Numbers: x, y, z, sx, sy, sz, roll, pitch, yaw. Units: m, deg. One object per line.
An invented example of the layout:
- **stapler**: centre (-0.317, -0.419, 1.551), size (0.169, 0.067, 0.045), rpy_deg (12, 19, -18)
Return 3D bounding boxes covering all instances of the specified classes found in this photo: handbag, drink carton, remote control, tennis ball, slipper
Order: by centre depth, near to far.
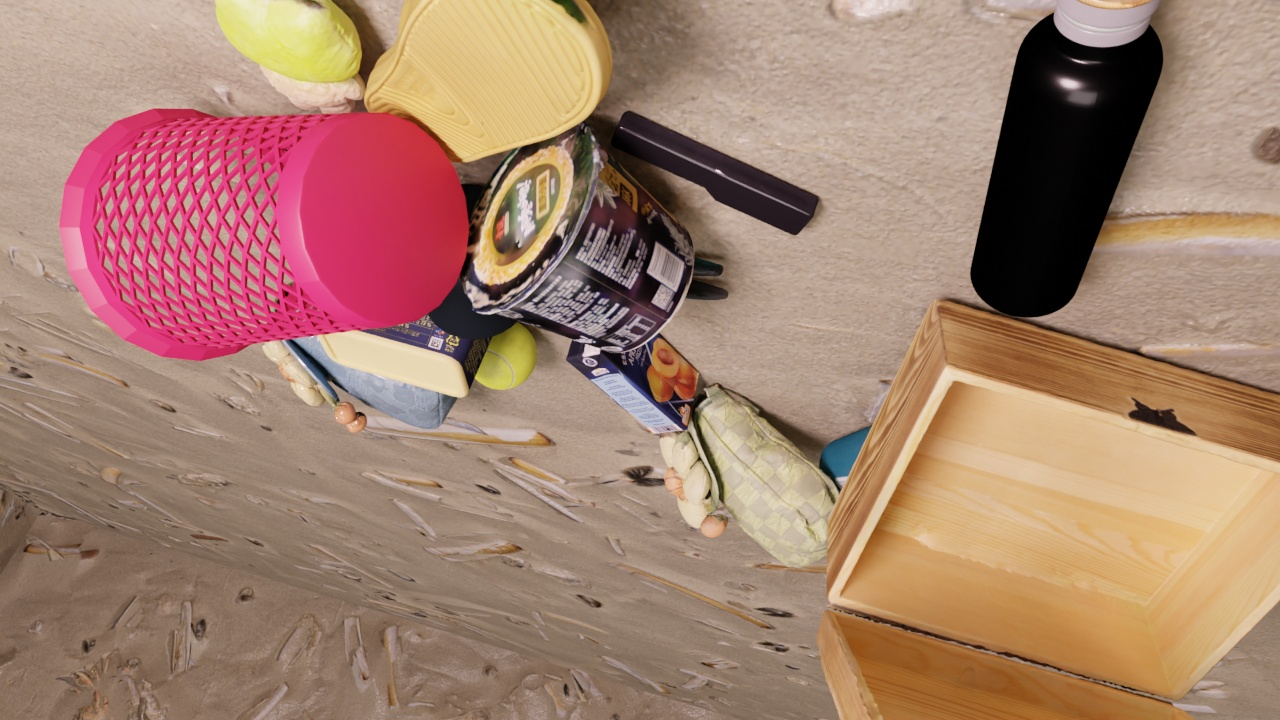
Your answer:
- **slipper**: centre (-0.085, -0.173, 0.511), size (0.099, 0.078, 0.264), rpy_deg (32, 166, -26)
- **remote control**: centre (0.046, -0.118, 0.587), size (0.136, 0.015, 0.032), rpy_deg (23, 152, -7)
- **drink carton**: centre (-0.005, 0.005, 0.787), size (0.040, 0.064, 0.130), rpy_deg (-13, 140, 36)
- **handbag**: centre (0.092, 0.117, 0.840), size (0.186, 0.116, 0.113), rpy_deg (46, 157, 23)
- **tennis ball**: centre (-0.127, -0.006, 0.840), size (0.065, 0.065, 0.065), rpy_deg (15, 152, 8)
- **handbag**: centre (-0.274, 0.007, 0.899), size (0.192, 0.118, 0.122), rpy_deg (25, 152, -1)

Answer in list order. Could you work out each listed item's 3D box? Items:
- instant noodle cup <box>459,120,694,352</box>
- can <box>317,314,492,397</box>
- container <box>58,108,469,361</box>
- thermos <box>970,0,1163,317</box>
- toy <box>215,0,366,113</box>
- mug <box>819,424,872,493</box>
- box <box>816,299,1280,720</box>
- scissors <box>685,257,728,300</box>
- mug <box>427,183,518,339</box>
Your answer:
- **instant noodle cup**: centre (-0.037, -0.071, 0.609), size (0.138, 0.137, 0.112), rpy_deg (-12, 148, 44)
- **can**: centre (-0.189, -0.041, 0.773), size (0.135, 0.104, 0.075), rpy_deg (15, 152, 7)
- **container**: centre (-0.239, -0.088, 0.613), size (0.226, 0.182, 0.183), rpy_deg (3, 149, 36)
- **thermos**: centre (0.210, -0.110, 0.453), size (0.061, 0.061, 0.231), rpy_deg (9, 151, 17)
- **toy**: centre (-0.216, -0.194, 0.579), size (0.092, 0.046, 0.115), rpy_deg (17, 159, 5)
- **mug**: centre (0.214, 0.088, 0.797), size (0.078, 0.078, 0.122), rpy_deg (28, 155, -18)
- **box**: centre (0.274, 0.185, 0.586), size (0.279, 0.314, 0.283), rpy_deg (15, 128, 1)
- **scissors**: centre (-0.001, -0.066, 0.707), size (0.140, 0.019, 0.128), rpy_deg (32, 150, -20)
- **mug**: centre (-0.145, -0.083, 0.698), size (0.122, 0.085, 0.095), rpy_deg (22, 152, 9)
